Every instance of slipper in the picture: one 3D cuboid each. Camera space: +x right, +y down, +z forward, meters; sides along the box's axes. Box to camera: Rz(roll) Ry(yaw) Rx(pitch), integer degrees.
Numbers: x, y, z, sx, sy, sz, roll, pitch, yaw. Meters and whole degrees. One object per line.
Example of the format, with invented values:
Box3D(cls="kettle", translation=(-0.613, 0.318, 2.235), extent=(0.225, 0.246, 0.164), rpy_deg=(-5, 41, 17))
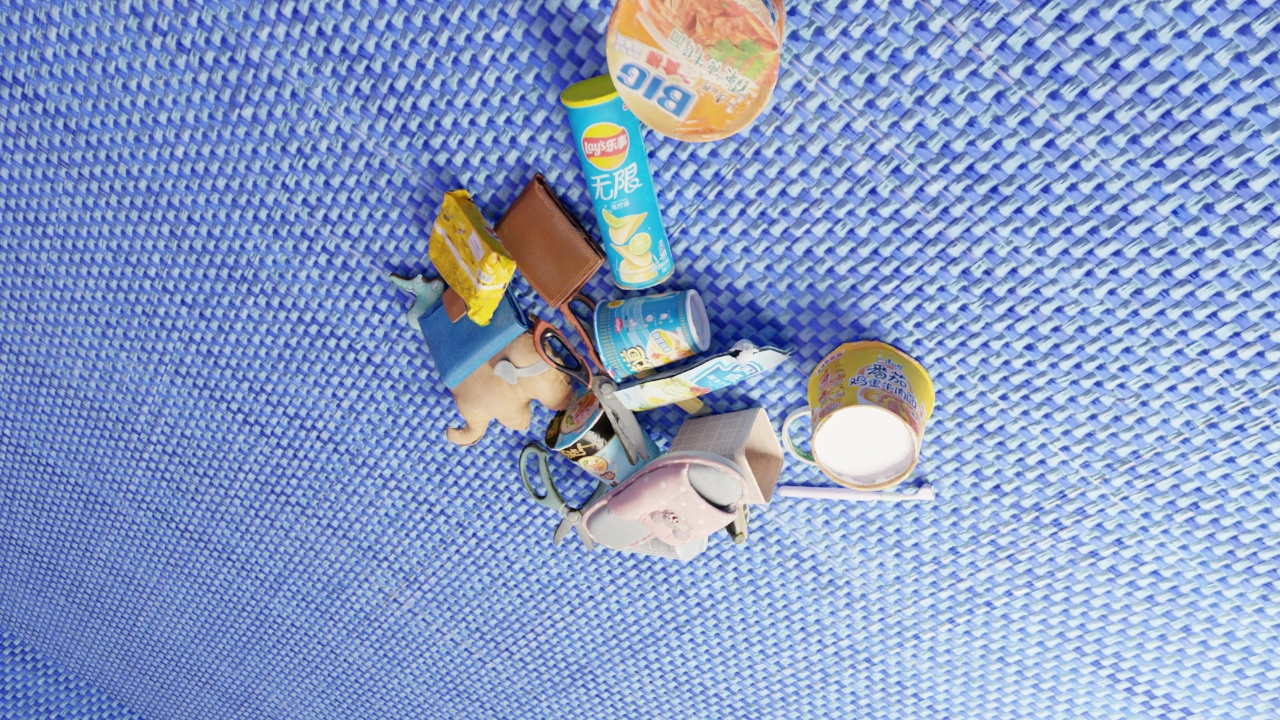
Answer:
Box3D(cls="slipper", translation=(0.020, 0.182, 1.102), extent=(0.114, 0.054, 0.275), rpy_deg=(40, 136, -19))

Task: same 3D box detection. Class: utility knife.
Box3D(cls="utility knife", translation=(-0.007, 0.006, 1.112), extent=(0.219, 0.022, 0.031), rpy_deg=(32, 131, -12))

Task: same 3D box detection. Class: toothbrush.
Box3D(cls="toothbrush", translation=(0.260, 0.160, 1.122), extent=(0.189, 0.021, 0.029), rpy_deg=(-3, 157, 26))

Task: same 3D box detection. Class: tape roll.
Box3D(cls="tape roll", translation=(0.211, 0.090, 1.090), extent=(0.086, 0.013, 0.086), rpy_deg=(11, 129, 14))

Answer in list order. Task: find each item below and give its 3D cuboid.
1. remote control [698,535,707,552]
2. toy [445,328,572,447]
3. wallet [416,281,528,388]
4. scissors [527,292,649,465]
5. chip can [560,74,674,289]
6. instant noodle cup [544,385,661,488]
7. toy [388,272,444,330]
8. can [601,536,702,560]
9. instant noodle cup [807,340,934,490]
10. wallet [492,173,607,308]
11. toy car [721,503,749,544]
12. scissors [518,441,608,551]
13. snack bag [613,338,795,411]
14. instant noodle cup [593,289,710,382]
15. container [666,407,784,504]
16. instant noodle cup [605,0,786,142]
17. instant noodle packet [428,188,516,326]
Box3D(cls="remote control", translation=(0.062, 0.200, 1.233), extent=(0.058, 0.021, 0.150), rpy_deg=(9, 128, 16))
Box3D(cls="toy", translation=(-0.187, 0.033, 1.168), extent=(0.227, 0.082, 0.143), rpy_deg=(-29, 99, 39))
Box3D(cls="wallet", translation=(-0.203, -0.045, 1.098), extent=(0.133, 0.040, 0.106), rpy_deg=(-36, 66, 22))
Box3D(cls="scissors", translation=(-0.060, 0.027, 1.072), extent=(0.192, 0.206, 0.015), rpy_deg=(11, 172, -14))
Box3D(cls="chip can", translation=(-0.020, -0.179, 0.940), extent=(0.071, 0.071, 0.210), rpy_deg=(0, 126, 22))
Box3D(cls="instant noodle cup", translation=(-0.039, 0.102, 1.149), extent=(0.111, 0.111, 0.120), rpy_deg=(-27, 120, 36))
Box3D(cls="toy", translation=(-0.273, -0.074, 1.153), extent=(0.096, 0.030, 0.092), rpy_deg=(21, 127, 3))
Box3D(cls="can", translation=(0.010, 0.231, 1.234), extent=(0.147, 0.058, 0.058), rpy_deg=(-1, 126, 41))
Box3D(cls="instant noodle cup", translation=(0.243, 0.065, 0.985), extent=(0.138, 0.109, 0.138), rpy_deg=(8, 121, 14))
Box3D(cls="wallet", translation=(-0.102, -0.131, 1.025), extent=(0.124, 0.032, 0.101), rpy_deg=(50, 130, 1))
Box3D(cls="toy car", translation=(0.122, 0.200, 1.194), extent=(0.035, 0.042, 0.090), rpy_deg=(-22, 125, -17))
Box3D(cls="scissors", translation=(-0.081, 0.169, 1.243), extent=(0.180, 0.019, 0.170), rpy_deg=(-30, 86, 20))
Box3D(cls="snack bag", translation=(0.071, 0.016, 1.037), extent=(0.191, 0.038, 0.110), rpy_deg=(-20, 156, 32))
Box3D(cls="instant noodle cup", translation=(0.017, -0.033, 1.029), extent=(0.110, 0.099, 0.099), rpy_deg=(-13, 120, 20))
Box3D(cls="container", translation=(0.100, 0.118, 1.111), extent=(0.111, 0.090, 0.090), rpy_deg=(-8, 123, 31))
Box3D(cls="instant noodle cup", translation=(0.058, -0.283, 0.800), extent=(0.151, 0.111, 0.152), rpy_deg=(11, 129, 14))
Box3D(cls="instant noodle packet", translation=(-0.192, -0.118, 1.043), extent=(0.128, 0.044, 0.111), rpy_deg=(54, 137, 23))
